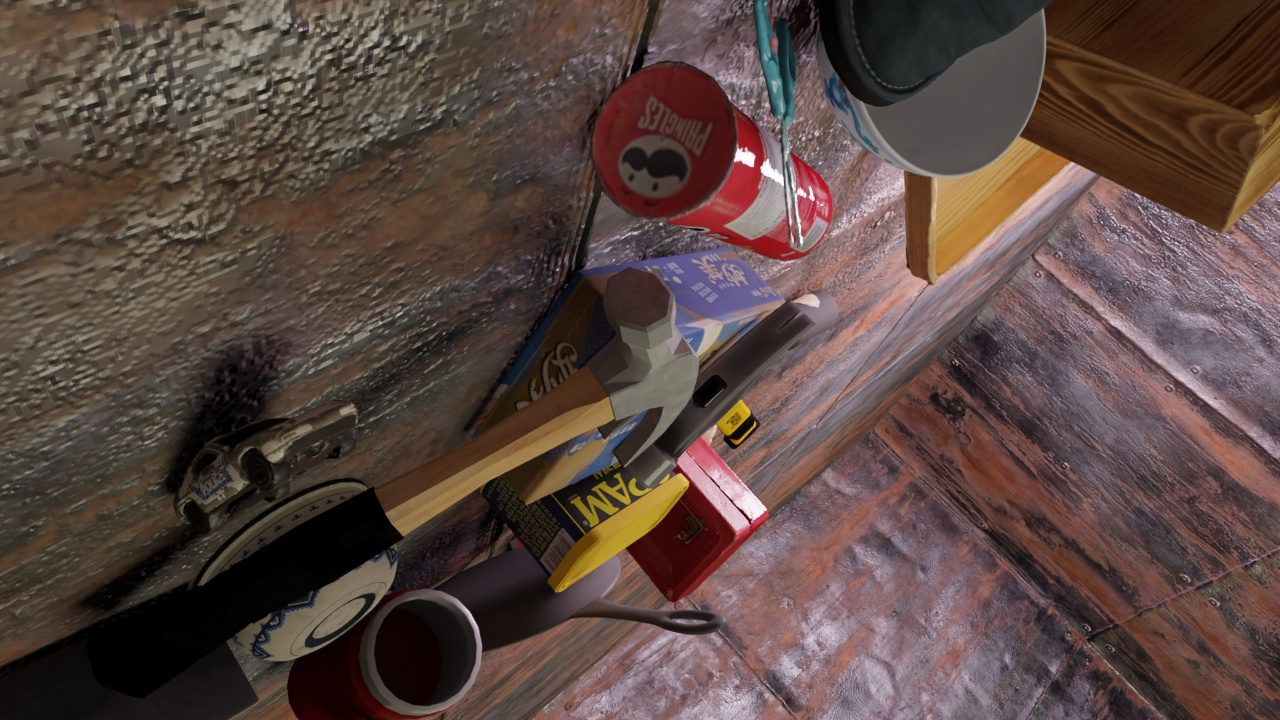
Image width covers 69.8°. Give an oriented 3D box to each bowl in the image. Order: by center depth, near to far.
[{"bbox_3d":[0.149,-0.175,0.520,0.143,0.144,0.074,-37,-158,-18],"label":"bowl"},{"bbox_3d":[-0.195,0.132,0.548,0.115,0.059,0.116,-39,163,-14],"label":"bowl"}]

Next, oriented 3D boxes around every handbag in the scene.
[{"bbox_3d":[-0.333,0.227,0.495,0.175,0.072,0.196,-23,165,-49],"label":"handbag"}]

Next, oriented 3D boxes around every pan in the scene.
[{"bbox_3d":[-0.070,0.189,0.743,0.355,0.024,0.215,-8,-169,46],"label":"pan"}]

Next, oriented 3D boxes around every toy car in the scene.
[{"bbox_3d":[-0.169,0.042,0.406,0.113,0.040,0.048,-29,-179,36],"label":"toy car"}]

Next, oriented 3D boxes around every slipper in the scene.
[{"bbox_3d":[0.195,-0.230,0.438,0.265,0.083,0.109,-44,123,-11],"label":"slipper"}]

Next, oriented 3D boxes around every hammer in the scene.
[{"bbox_3d":[-0.116,0.071,0.476,0.328,0.039,0.131,-29,151,-11],"label":"hammer"},{"bbox_3d":[0.080,0.043,0.785,0.170,0.034,0.324,-45,166,1],"label":"hammer"}]

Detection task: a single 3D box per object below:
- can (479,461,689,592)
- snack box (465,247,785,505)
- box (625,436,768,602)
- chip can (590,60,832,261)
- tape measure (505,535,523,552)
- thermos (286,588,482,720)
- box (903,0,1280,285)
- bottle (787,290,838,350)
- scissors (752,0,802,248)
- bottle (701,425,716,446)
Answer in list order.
[{"bbox_3d":[-0.046,0.103,0.743,0.134,0.104,0.075,-25,156,-46],"label":"can"},{"bbox_3d":[-0.004,0.004,0.655,0.155,0.069,0.202,-52,162,29],"label":"snack box"},{"bbox_3d":[0.040,0.155,0.983,0.097,0.157,0.130,-16,150,-51],"label":"box"},{"bbox_3d":[0.055,-0.102,0.528,0.073,0.073,0.232,-48,163,16],"label":"chip can"},{"bbox_3d":[-0.109,0.191,0.939,0.058,0.038,0.058,-18,153,-27],"label":"tape measure"},{"bbox_3d":[-0.191,0.228,0.645,0.199,0.084,0.107,-35,-150,49],"label":"thermos"},{"bbox_3d":[0.387,-0.200,0.731,0.279,0.286,0.337,-40,147,-11],"label":"box"},{"bbox_3d":[0.142,-0.029,0.954,0.184,0.045,0.046,-26,156,-45],"label":"bottle"},{"bbox_3d":[0.076,-0.125,0.483,0.094,0.015,0.142,-45,131,-66],"label":"scissors"},{"bbox_3d":[0.049,0.114,1.067,0.059,0.059,0.168,-33,160,-31],"label":"bottle"}]
